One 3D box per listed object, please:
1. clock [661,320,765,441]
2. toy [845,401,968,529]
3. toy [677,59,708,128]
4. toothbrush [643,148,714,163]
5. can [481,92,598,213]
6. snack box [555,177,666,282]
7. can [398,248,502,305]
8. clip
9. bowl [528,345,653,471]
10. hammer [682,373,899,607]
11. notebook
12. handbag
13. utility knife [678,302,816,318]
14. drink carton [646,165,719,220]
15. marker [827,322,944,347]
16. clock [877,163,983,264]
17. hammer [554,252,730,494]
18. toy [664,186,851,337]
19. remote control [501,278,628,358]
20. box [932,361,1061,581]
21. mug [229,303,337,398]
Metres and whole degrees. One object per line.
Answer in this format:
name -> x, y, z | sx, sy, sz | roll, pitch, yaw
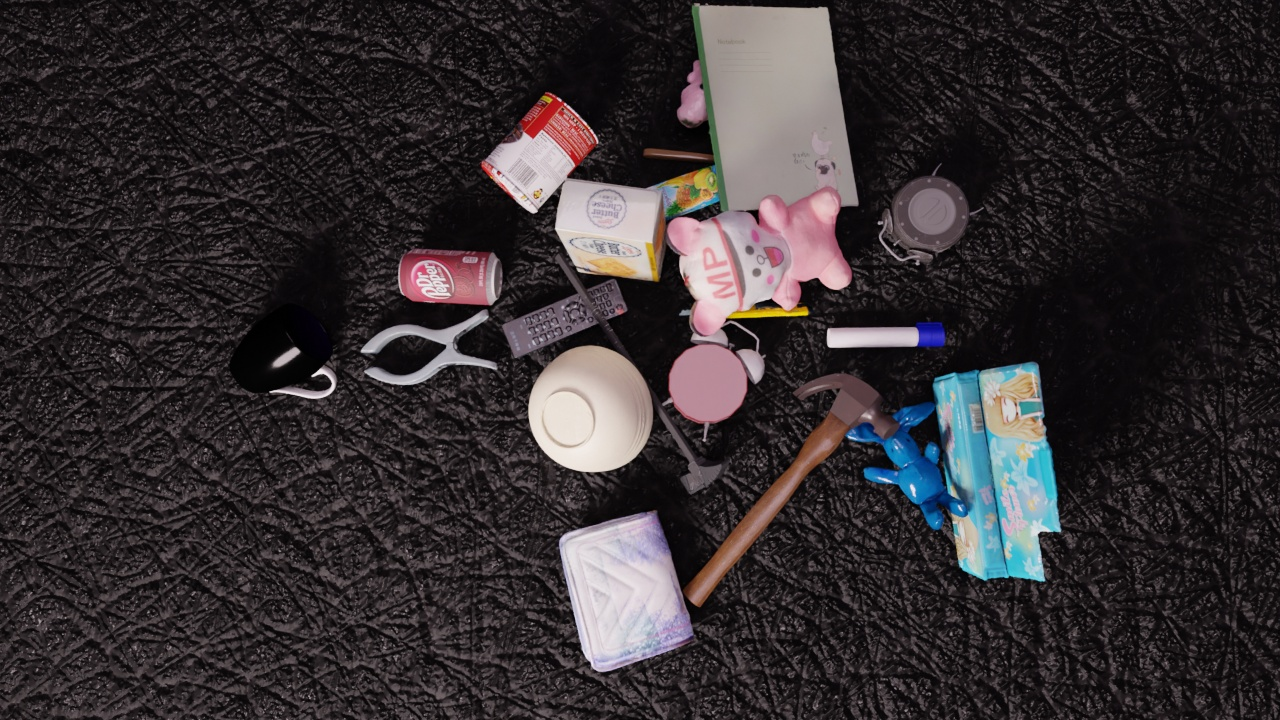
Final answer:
clock -> 0.086, 0.019, 1.083 | 0.096, 0.048, 0.137 | 34, 86, 6
toy -> 0.313, 0.112, 1.047 | 0.113, 0.071, 0.176 | -31, 59, 4
toy -> 0.089, -0.327, 1.115 | 0.099, 0.053, 0.095 | -4, 71, -8
toothbrush -> 0.086, -0.246, 1.125 | 0.167, 0.016, 0.016 | 6, 85, 3
can -> -0.121, -0.248, 1.101 | 0.086, 0.086, 0.116 | 41, 88, 6
snack box -> -0.027, -0.140, 1.025 | 0.104, 0.208, 0.057 | 9, 84, 4
can -> -0.228, -0.101, 1.106 | 0.114, 0.063, 0.063 | 3, 85, 4
clip -> -0.254, 0.004, 1.118 | 0.163, 0.028, 0.107 | -14, 86, 3
bowl -> -0.069, 0.061, 1.051 | 0.151, 0.075, 0.151 | 3, 98, 22
hammer -> 0.159, 0.153, 1.062 | 0.115, 0.033, 0.323 | 41, 95, 32
notebook -> 0.162, -0.303, 1.098 | 0.181, 0.010, 0.252 | -6, 85, -17
handbag -> -0.018, 0.264, 1.064 | 0.126, 0.069, 0.158 | -14, 85, -12
utility knife -> 0.127, -0.058, 1.095 | 0.163, 0.030, 0.017 | -5, 111, 0
drink carton -> 0.037, -0.196, 1.111 | 0.129, 0.038, 0.044 | -19, 84, 1
marker -> 0.290, -0.029, 1.090 | 0.133, 0.023, 0.027 | -1, 63, 3
clock -> 0.336, -0.168, 1.088 | 0.123, 0.044, 0.091 | -41, 84, -1
hammer -> -0.006, 0.006, 1.072 | 0.015, 0.095, 0.325 | -30, 82, -31
toy -> 0.137, -0.119, 1.052 | 0.213, 0.084, 0.142 | -21, 114, -16
remote control -> -0.091, -0.051, 1.116 | 0.150, 0.022, 0.047 | -22, 84, -1
box -> 0.378, 0.122, 0.993 | 0.056, 0.185, 0.227 | -6, 84, -8
mug -> -0.428, 0.005, 1.108 | 0.100, 0.084, 0.119 | -32, 114, 12
